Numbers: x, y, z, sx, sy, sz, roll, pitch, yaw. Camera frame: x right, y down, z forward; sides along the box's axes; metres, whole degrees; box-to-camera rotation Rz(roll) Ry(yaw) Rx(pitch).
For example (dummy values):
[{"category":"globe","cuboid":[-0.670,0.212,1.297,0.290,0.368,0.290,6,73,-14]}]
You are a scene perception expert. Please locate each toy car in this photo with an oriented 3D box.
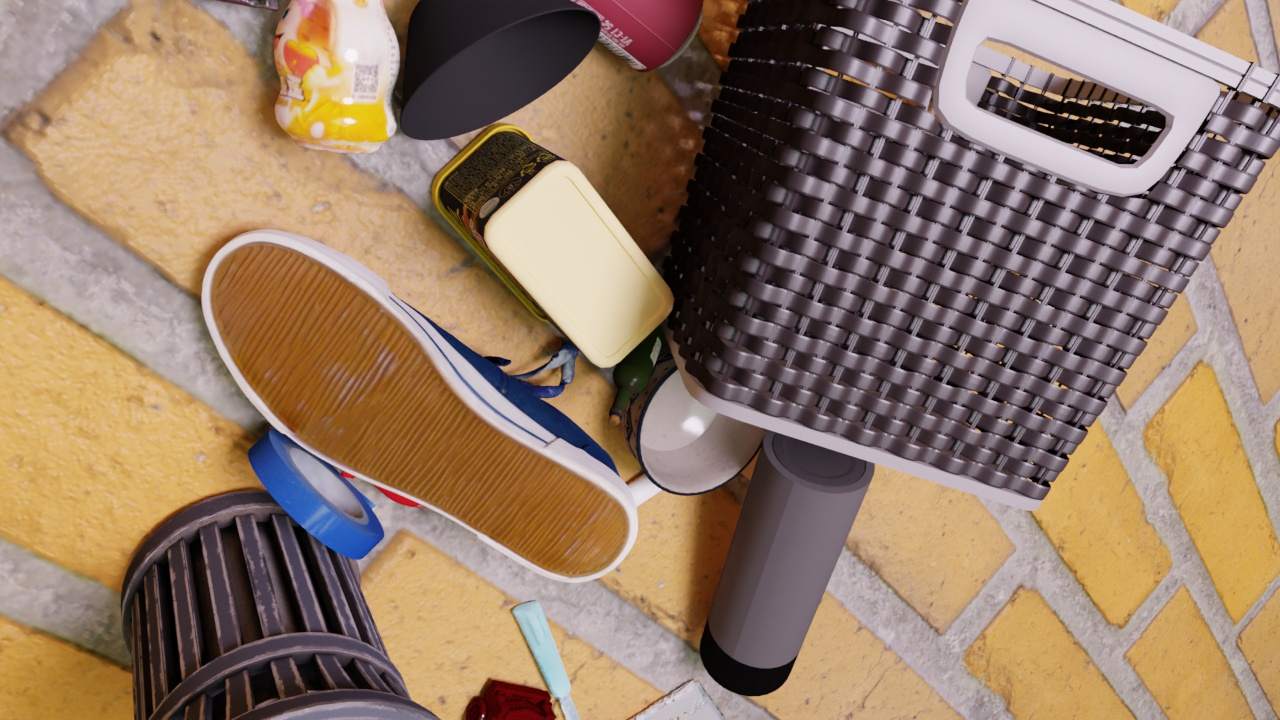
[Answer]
[{"category":"toy car","cuboid":[-0.127,0.340,0.720,0.070,0.062,0.170,27,96,-36]}]

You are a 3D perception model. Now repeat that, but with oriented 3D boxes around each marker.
[{"category":"marker","cuboid":[-0.002,0.103,0.716,0.141,0.020,0.020,-32,123,-15]}]

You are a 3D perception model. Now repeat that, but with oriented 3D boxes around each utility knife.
[{"category":"utility knife","cuboid":[-0.068,0.260,0.747,0.022,0.015,0.169,-26,120,-17]}]

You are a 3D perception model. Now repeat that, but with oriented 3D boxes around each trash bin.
[{"category":"trash bin","cuboid":[-0.204,0.183,0.503,0.164,0.227,0.164,-12,116,-26]}]

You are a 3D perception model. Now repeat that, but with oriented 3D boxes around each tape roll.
[{"category":"tape roll","cuboid":[-0.192,0.079,0.547,0.016,0.093,0.091,-45,110,-6]}]

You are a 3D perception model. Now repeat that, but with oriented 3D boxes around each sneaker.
[{"category":"sneaker","cuboid":[-0.124,0.015,0.575,0.294,0.127,0.121,38,102,-19]}]

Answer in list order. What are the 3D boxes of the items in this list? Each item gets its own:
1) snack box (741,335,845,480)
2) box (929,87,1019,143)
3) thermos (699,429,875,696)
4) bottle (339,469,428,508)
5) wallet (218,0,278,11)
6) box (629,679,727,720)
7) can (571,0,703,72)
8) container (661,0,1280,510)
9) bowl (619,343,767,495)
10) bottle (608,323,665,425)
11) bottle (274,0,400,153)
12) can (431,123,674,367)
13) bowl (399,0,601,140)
[{"category":"snack box","cuboid":[0.136,0.037,0.753,0.088,0.040,0.126,5,109,-32]},{"category":"box","cuboid":[0.266,-0.150,0.716,0.081,0.091,0.161,-41,124,12]},{"category":"thermos","cuboid":[0.110,0.162,0.732,0.082,0.082,0.241,-10,131,-27]},{"category":"bottle","cuboid":[-0.130,0.080,0.616,0.141,0.042,0.042,12,104,-34]},{"category":"wallet","cuboid":[-0.232,-0.227,0.431,0.119,0.031,0.099,1,108,-28]},{"category":"box","cuboid":[0.000,0.359,0.756,0.196,0.136,0.043,-26,116,-18]},{"category":"can","cuboid":[-0.020,-0.223,0.533,0.114,0.063,0.063,27,96,-36]},{"category":"container","cuboid":[0.160,-0.089,0.555,0.247,0.245,0.244,18,107,-11]},{"category":"bowl","cuboid":[0.035,0.035,0.681,0.115,0.059,0.116,-12,116,-26]},{"category":"bottle","cuboid":[-0.004,0.004,0.630,0.025,0.025,0.105,59,36,-34]},{"category":"bottle","cuboid":[-0.157,-0.166,0.478,0.063,0.063,0.109,-4,113,-29]},{"category":"can","cuboid":[-0.052,-0.069,0.557,0.072,0.101,0.131,-43,126,-4]},{"category":"bowl","cuboid":[-0.088,-0.178,0.504,0.124,0.124,0.052,-29,90,-17]}]
